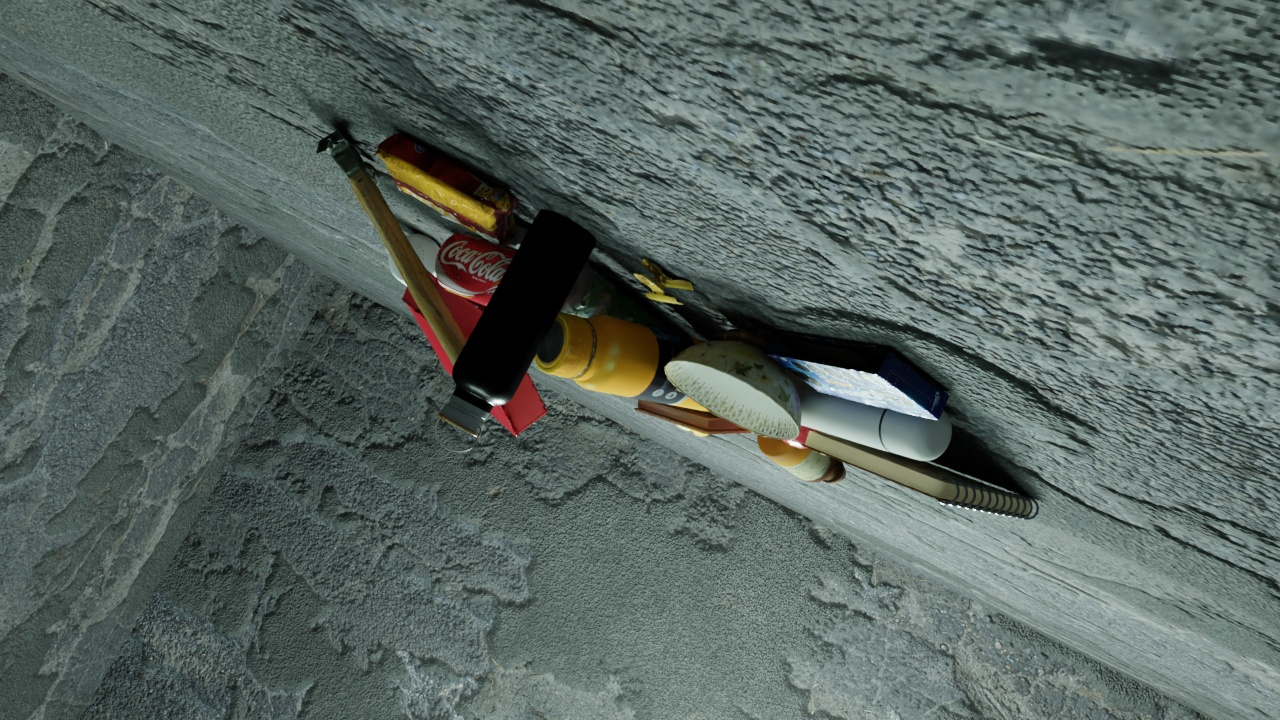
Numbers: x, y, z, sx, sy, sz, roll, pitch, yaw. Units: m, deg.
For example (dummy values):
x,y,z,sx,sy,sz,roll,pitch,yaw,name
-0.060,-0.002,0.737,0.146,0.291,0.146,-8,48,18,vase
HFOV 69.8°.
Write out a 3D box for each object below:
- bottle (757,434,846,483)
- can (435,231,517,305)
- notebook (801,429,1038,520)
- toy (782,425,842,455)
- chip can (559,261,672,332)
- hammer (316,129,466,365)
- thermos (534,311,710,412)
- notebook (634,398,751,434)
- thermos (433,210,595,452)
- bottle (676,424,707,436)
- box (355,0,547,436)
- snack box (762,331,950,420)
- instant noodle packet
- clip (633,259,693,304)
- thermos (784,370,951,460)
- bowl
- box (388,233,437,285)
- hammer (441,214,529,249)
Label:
x,y,z,sx,sy,sz,roll,pitch,yaw,name
0.226,0.126,1.236,0.157,0.067,0.068,34,170,-40,bottle
-0.151,-0.087,0.922,0.105,0.064,0.064,22,170,31,can
0.293,0.118,0.944,0.225,0.024,0.168,16,-177,-46,notebook
0.171,0.064,1.010,0.135,0.045,0.091,23,-154,-2,toy
-0.016,-0.031,1.022,0.075,0.075,0.223,20,169,46,chip can
-0.232,-0.096,0.919,0.330,0.033,0.132,57,176,15,hammer
-0.006,0.006,0.943,0.232,0.076,0.092,12,142,-42,thermos
0.109,0.064,1.135,0.169,0.022,0.211,1,-176,-23,notebook
-0.121,-0.022,0.839,0.061,0.231,0.061,27,173,4,thermos
0.075,0.078,1.468,0.109,0.063,0.063,23,171,36,bottle
-0.200,-0.169,1.076,0.215,0.140,0.512,34,137,46,box
0.180,0.011,0.782,0.082,0.027,0.150,33,172,-28,snack box
-0.177,-0.159,0.861,0.135,0.039,0.098,29,173,3,instant noodle packet
0.015,-0.068,0.832,0.049,0.044,0.054,3,-172,-31,clip
0.195,0.047,0.875,0.052,0.052,0.224,32,171,-32,thermos
0.101,0.015,0.884,0.145,0.063,0.145,28,165,8,bowl
-0.305,-0.110,1.372,0.143,0.083,0.137,52,177,7,box
-0.177,-0.134,1.080,0.127,0.029,0.324,30,173,-14,hammer
